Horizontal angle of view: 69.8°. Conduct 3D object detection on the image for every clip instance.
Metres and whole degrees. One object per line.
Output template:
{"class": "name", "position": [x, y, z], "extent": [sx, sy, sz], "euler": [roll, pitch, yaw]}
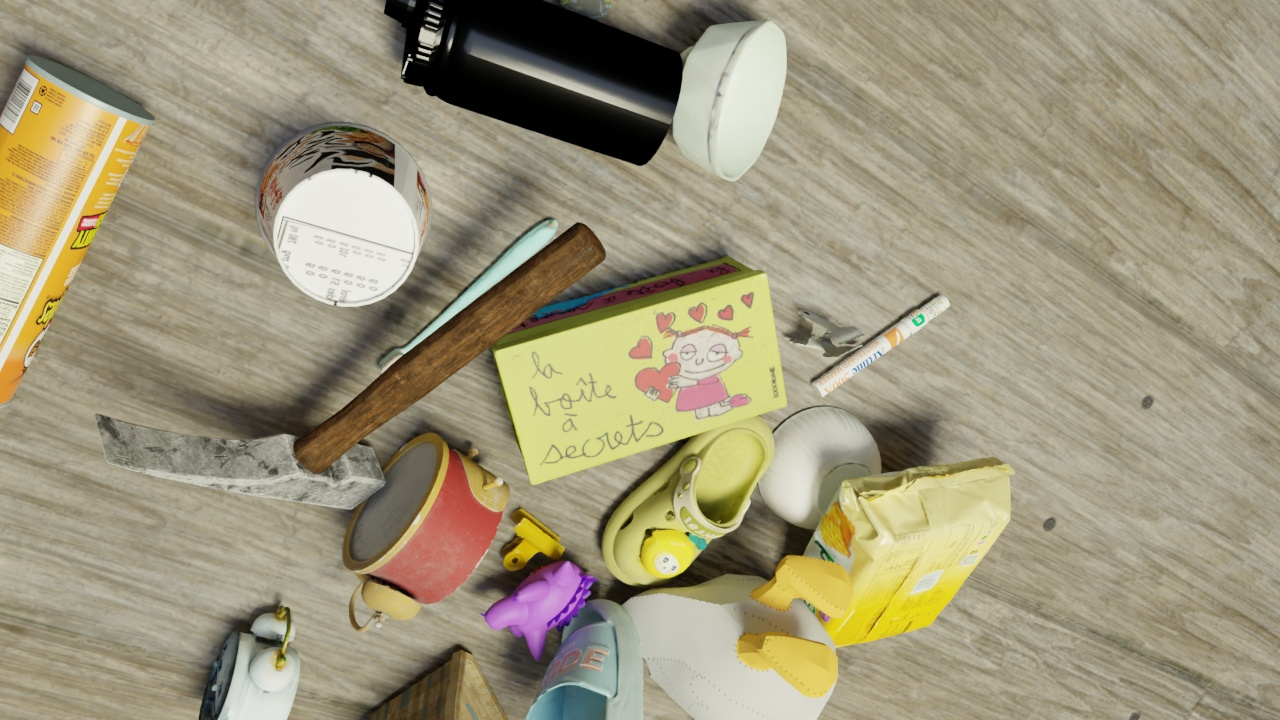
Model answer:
{"class": "clip", "position": [0.160, -0.028, 0.795], "extent": [0.056, 0.101, 0.046], "euler": [26, 105, 20]}
{"class": "clip", "position": [-0.099, 0.158, 0.794], "extent": [0.050, 0.044, 0.054], "euler": [-29, 122, 33]}

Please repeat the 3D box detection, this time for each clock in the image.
{"class": "clock", "position": [-0.170, 0.140, 0.709], "extent": [0.081, 0.117, 0.158], "euler": [39, 85, -29]}
{"class": "clock", "position": [-0.303, 0.248, 0.722], "extent": [0.057, 0.083, 0.118], "euler": [24, 103, -29]}

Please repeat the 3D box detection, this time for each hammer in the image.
{"class": "hammer", "position": [-0.164, -0.005, 0.600], "extent": [0.301, 0.037, 0.217], "euler": [-36, 154, 12]}

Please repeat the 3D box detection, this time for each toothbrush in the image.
{"class": "toothbrush", "position": [-0.133, -0.049, 0.713], "extent": [0.180, 0.016, 0.016], "euler": [-42, 114, -2]}

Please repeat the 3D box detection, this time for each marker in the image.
{"class": "marker", "position": [0.220, -0.014, 0.837], "extent": [0.145, 0.017, 0.017], "euler": [-35, 115, -4]}

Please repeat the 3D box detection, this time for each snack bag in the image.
{"class": "snack bag", "position": [0.229, 0.184, 0.832], "extent": [0.159, 0.068, 0.248], "euler": [-8, 139, -18]}

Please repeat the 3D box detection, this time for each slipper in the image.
{"class": "slipper", "position": [0.052, 0.130, 0.798], "extent": [0.091, 0.081, 0.190], "euler": [41, 91, -28]}
{"class": "slipper", "position": [-0.048, 0.287, 0.728], "extent": [0.074, 0.245, 0.104], "euler": [23, 119, -17]}

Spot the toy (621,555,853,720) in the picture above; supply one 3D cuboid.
{"class": "toy", "position": [0.089, 0.277, 0.820], "extent": [0.246, 0.140, 0.268], "euler": [26, 138, -1]}

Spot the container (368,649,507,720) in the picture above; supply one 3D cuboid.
{"class": "container", "position": [-0.111, 0.384, 0.792], "extent": [0.186, 0.157, 0.250], "euler": [-20, 113, 1]}

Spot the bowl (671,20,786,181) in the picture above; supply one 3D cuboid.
{"class": "bowl", "position": [0.057, -0.199, 0.685], "extent": [0.061, 0.117, 0.117], "euler": [23, 103, 22]}

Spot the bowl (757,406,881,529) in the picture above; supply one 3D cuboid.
{"class": "bowl", "position": [0.173, 0.107, 0.838], "extent": [0.118, 0.062, 0.118], "euler": [-6, 110, -16]}

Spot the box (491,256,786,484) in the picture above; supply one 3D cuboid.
{"class": "box", "position": [-0.004, 0.004, 0.737], "extent": [0.220, 0.082, 0.124], "euler": [-15, 112, -14]}

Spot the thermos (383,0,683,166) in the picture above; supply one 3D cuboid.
{"class": "thermos", "position": [-0.078, -0.206, 0.638], "extent": [0.198, 0.086, 0.086], "euler": [14, 103, -21]}

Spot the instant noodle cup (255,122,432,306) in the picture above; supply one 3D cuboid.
{"class": "instant noodle cup", "position": [-0.198, -0.092, 0.618], "extent": [0.123, 0.122, 0.124], "euler": [-6, 109, -16]}

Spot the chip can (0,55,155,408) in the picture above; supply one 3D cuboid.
{"class": "chip can", "position": [-0.396, -0.078, 0.585], "extent": [0.075, 0.075, 0.215], "euler": [28, 98, -24]}

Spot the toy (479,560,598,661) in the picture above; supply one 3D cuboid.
{"class": "toy", "position": [-0.079, 0.207, 0.784], "extent": [0.088, 0.056, 0.106], "euler": [-46, 155, -7]}

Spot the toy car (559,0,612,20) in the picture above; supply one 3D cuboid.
{"class": "toy car", "position": [-0.042, -0.288, 0.654], "extent": [0.038, 0.027, 0.090], "euler": [-9, 109, -19]}
